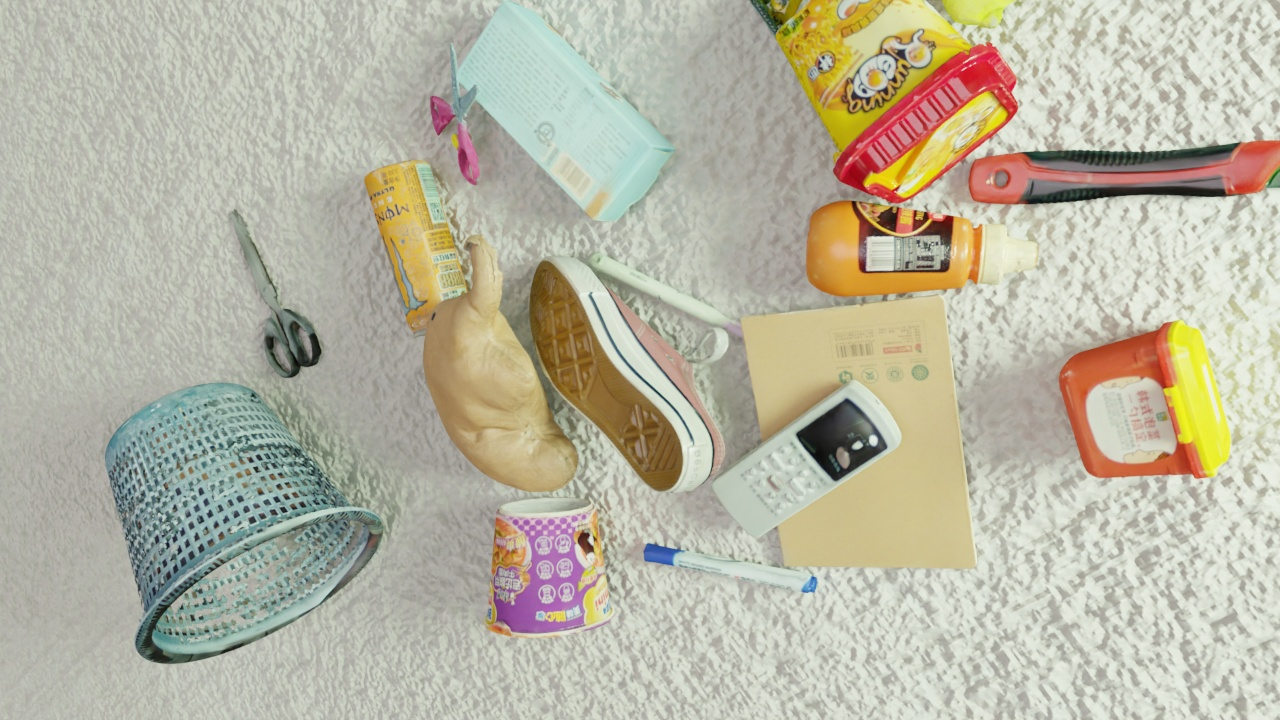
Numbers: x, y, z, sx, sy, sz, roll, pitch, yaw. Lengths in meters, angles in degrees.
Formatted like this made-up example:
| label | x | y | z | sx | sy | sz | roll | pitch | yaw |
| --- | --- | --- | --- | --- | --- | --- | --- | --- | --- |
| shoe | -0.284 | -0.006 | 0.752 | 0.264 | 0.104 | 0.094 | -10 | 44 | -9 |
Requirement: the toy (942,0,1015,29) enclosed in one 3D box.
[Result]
| label | x | y | z | sx | sy | sz | roll | pitch | yaw |
| --- | --- | --- | --- | --- | --- | --- | --- | --- | --- |
| toy | 0.211 | -0.265 | 0.588 | 0.100 | 0.031 | 0.097 | 17 | 93 | 17 |

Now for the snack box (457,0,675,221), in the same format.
| label | x | y | z | sx | sy | sz | roll | pitch | yaw |
| --- | --- | --- | --- | --- | --- | --- | --- | --- | --- |
| snack box | -0.060 | -0.194 | 0.718 | 0.175 | 0.051 | 0.074 | 46 | 114 | 9 |

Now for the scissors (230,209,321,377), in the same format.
| label | x | y | z | sx | sy | sz | roll | pitch | yaw |
| --- | --- | --- | --- | --- | --- | --- | --- | --- | --- |
| scissors | -0.360 | -0.071 | 0.905 | 0.133 | 0.014 | 0.175 | 11 | 102 | 23 |

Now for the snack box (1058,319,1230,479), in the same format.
| label | x | y | z | sx | sy | sz | roll | pitch | yaw |
| --- | --- | --- | --- | --- | --- | --- | --- | --- | --- |
| snack box | 0.316 | 0.029 | 0.579 | 0.080 | 0.081 | 0.091 | -16 | 93 | 36 |

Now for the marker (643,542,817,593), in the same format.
| label | x | y | z | sx | sy | sz | roll | pitch | yaw |
| --- | --- | --- | --- | --- | --- | --- | --- | --- | --- |
| marker | 0.072 | 0.170 | 0.753 | 0.146 | 0.016 | 0.017 | 6 | 103 | 24 |

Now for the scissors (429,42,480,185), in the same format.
| label | x | y | z | sx | sy | sz | roll | pitch | yaw |
| --- | --- | --- | --- | --- | --- | --- | --- | --- | --- |
| scissors | -0.151 | -0.206 | 0.741 | 0.108 | 0.017 | 0.136 | 52 | 156 | 26 |

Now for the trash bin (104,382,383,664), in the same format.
| label | x | y | z | sx | sy | sz | roll | pitch | yaw |
| --- | --- | --- | --- | --- | --- | --- | --- | --- | --- |
| trash bin | -0.389 | 0.137 | 0.864 | 0.227 | 0.226 | 0.195 | -47 | 67 | 25 |

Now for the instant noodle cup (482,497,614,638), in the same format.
| label | x | y | z | sx | sy | sz | roll | pitch | yaw |
| --- | --- | --- | --- | --- | --- | --- | --- | --- | --- |
| instant noodle cup | -0.078 | 0.170 | 0.776 | 0.112 | 0.111 | 0.099 | 0 | 92 | 24 |

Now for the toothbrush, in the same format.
| label | x | y | z | sx | sy | sz | roll | pitch | yaw |
| --- | --- | --- | --- | --- | --- | --- | --- | --- | --- |
| toothbrush | 0.040 | -0.044 | 0.721 | 0.189 | 0.020 | 0.029 | 27 | 86 | 17 |

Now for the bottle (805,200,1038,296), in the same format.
| label | x | y | z | sx | sy | sz | roll | pitch | yaw |
| --- | --- | --- | --- | --- | --- | --- | --- | --- | --- |
| bottle | 0.191 | -0.074 | 0.626 | 0.150 | 0.066 | 0.067 | 4 | 102 | 16 |

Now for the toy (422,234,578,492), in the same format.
| label | x | y | z | sx | sy | sz | roll | pitch | yaw |
| --- | --- | --- | --- | --- | --- | --- | --- | --- | --- |
| toy | -0.123 | 0.007 | 0.731 | 0.144 | 0.082 | 0.226 | 10 | 130 | 38 |

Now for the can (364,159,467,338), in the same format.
| label | x | y | z | sx | sy | sz | roll | pitch | yaw |
| --- | --- | --- | --- | --- | --- | --- | --- | --- | --- |
| can | -0.190 | -0.096 | 0.794 | 0.058 | 0.058 | 0.146 | -14 | 94 | 26 |

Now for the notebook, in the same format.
| label | x | y | z | sx | sy | sz | roll | pitch | yaw |
| --- | --- | --- | --- | --- | --- | --- | --- | --- | --- |
| notebook | 0.161 | 0.060 | 0.680 | 0.148 | 0.008 | 0.208 | -5 | 105 | 25 |

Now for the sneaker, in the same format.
| label | x | y | z | sx | sy | sz | roll | pitch | yaw |
| --- | --- | --- | --- | --- | --- | --- | --- | --- | --- |
| sneaker | -0.004 | 0.004 | 0.715 | 0.241 | 0.087 | 0.118 | 50 | 130 | 34 |

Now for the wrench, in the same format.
| label | x | y | z | sx | sy | sz | roll | pitch | yaw |
| --- | --- | --- | --- | --- | --- | --- | --- | --- | --- |
| wrench | 0.347 | -0.122 | 0.566 | 0.274 | 0.016 | 0.056 | -2 | 100 | 25 |

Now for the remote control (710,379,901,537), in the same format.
| label | x | y | z | sx | sy | sz | roll | pitch | yaw |
| --- | --- | --- | --- | --- | --- | --- | --- | --- | --- |
| remote control | 0.121 | 0.076 | 0.686 | 0.150 | 0.021 | 0.058 | -41 | 88 | 30 |

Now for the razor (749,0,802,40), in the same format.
| label | x | y | z | sx | sy | sz | roll | pitch | yaw |
| --- | --- | --- | --- | --- | --- | --- | --- | --- | --- |
| razor | 0.131 | -0.271 | 0.618 | 0.133 | 0.028 | 0.043 | -31 | 100 | 41 |

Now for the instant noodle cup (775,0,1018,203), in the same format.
| label | x | y | z | sx | sy | sz | roll | pitch | yaw |
| --- | --- | --- | --- | --- | --- | --- | --- | --- | --- |
| instant noodle cup | 0.160 | -0.183 | 0.593 | 0.116 | 0.115 | 0.123 | -39 | 71 | 26 |
